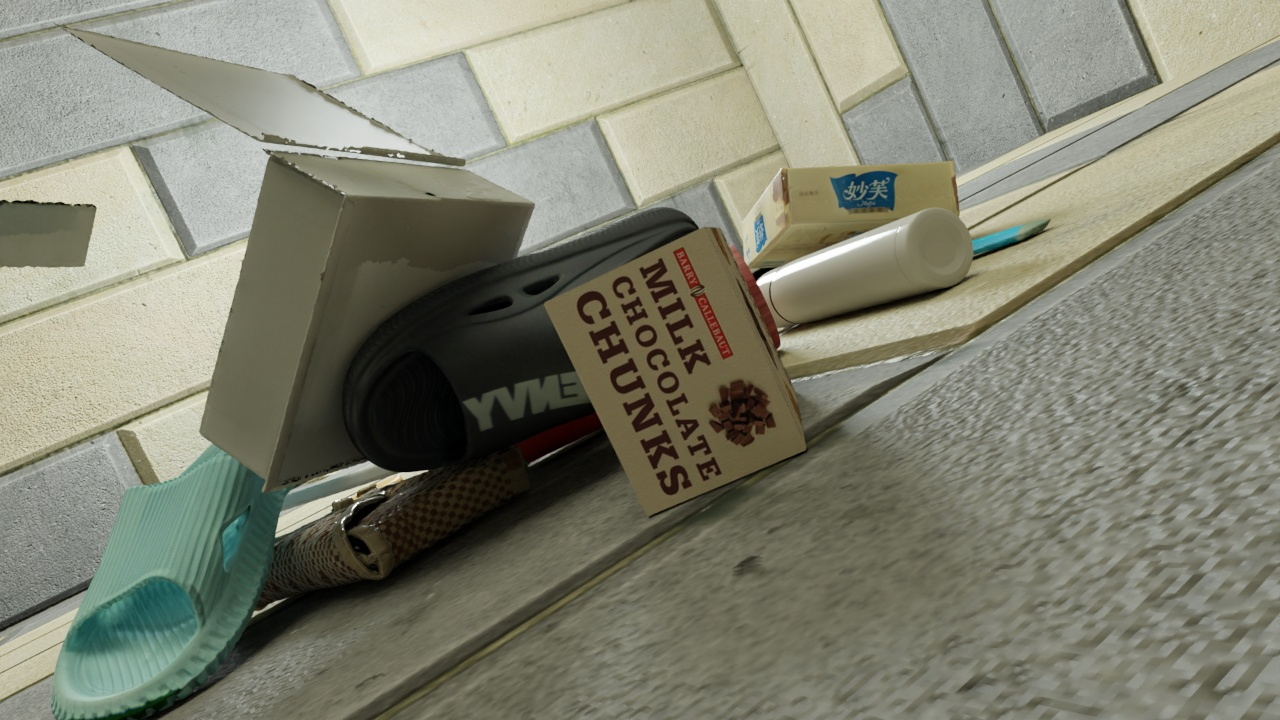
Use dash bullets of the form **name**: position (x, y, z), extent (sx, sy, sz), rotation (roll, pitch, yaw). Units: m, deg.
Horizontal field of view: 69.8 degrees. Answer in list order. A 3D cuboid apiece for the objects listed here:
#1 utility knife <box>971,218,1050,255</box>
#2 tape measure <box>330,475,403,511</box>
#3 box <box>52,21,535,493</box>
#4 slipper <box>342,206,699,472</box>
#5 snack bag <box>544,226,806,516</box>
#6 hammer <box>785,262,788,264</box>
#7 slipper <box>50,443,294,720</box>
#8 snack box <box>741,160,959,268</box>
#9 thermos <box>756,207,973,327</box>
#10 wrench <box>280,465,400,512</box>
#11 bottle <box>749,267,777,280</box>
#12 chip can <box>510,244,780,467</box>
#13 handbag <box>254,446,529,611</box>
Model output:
- **utility knife**: position (0.215, -0.073, 0.716), extent (0.031, 0.015, 0.207), rotation (-27, 8, -42)
- **tape measure**: position (-0.237, 0.125, 0.812), extent (0.068, 0.030, 0.059), rotation (-27, 2, -22)
- **box**: position (-0.178, -0.213, 0.503), extent (0.234, 0.528, 0.166), rotation (-20, -2, 26)
- **slipper**: position (-0.041, -0.005, 0.538), extent (0.267, 0.111, 0.083), rotation (-31, 49, -34)
- **snack bag**: position (0.027, -0.008, 0.456), extent (0.070, 0.094, 0.206), rotation (-24, 4, 10)
- **hammer**: position (0.055, -0.047, 0.897), extent (0.325, 0.100, 0.190), rotation (-16, 6, 16)
- **slipper**: position (-0.256, 0.088, 0.533), extent (0.116, 0.069, 0.275), rotation (-20, 28, 14)
- **snack box**: position (0.190, -0.134, 0.879), extent (0.153, 0.055, 0.207), rotation (-3, -5, -4)
- **thermos**: position (0.153, -0.062, 0.689), extent (0.052, 0.052, 0.224), rotation (-27, 4, -21)
- **wrench**: position (-0.193, 0.081, 0.615), extent (0.273, 0.018, 0.066), rotation (-18, -3, 11)
- **bottle**: position (0.132, -0.079, 1.006), extent (0.182, 0.059, 0.059), rotation (-25, 4, 5)
- **chip can**: position (-0.011, -0.001, 0.677), extent (0.213, 0.087, 0.087), rotation (-26, 4, 2)
- **handbag**: position (-0.167, 0.102, 0.571), extent (0.186, 0.047, 0.123), rotation (-22, 4, 43)
